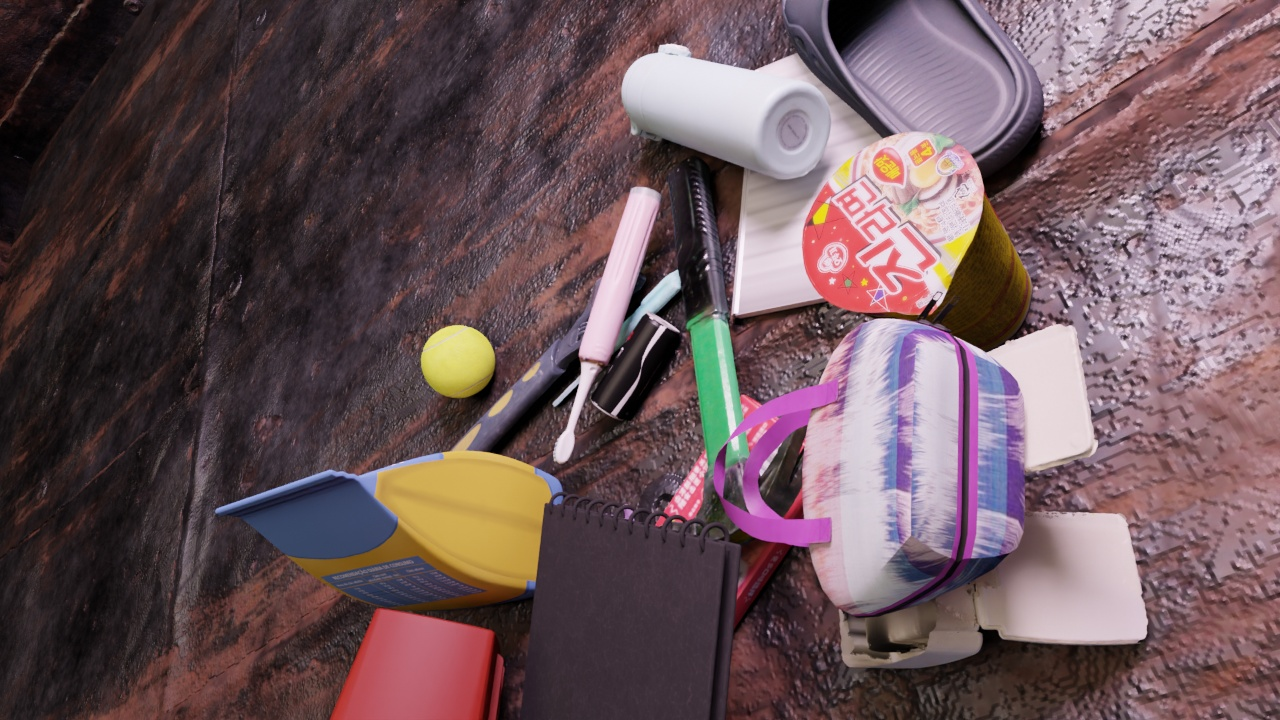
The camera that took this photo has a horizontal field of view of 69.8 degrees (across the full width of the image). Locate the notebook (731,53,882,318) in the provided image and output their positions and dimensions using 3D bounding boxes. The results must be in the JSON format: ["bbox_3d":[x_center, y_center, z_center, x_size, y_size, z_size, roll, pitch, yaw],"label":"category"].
[{"bbox_3d":[0.132,-0.138,0.646,0.143,0.009,0.209,-10,65,40],"label":"notebook"}]

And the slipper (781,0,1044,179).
[{"bbox_3d":[0.154,-0.223,0.600,0.111,0.083,0.267,-41,50,24],"label":"slipper"}]

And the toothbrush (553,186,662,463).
[{"bbox_3d":[-0.028,-0.028,0.695,0.027,0.027,0.222,-16,54,69],"label":"toothbrush"}]

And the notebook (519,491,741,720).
[{"bbox_3d":[-0.017,0.175,0.573,0.232,0.019,0.169,-5,78,61],"label":"notebook"}]

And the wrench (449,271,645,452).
[{"bbox_3d":[-0.091,0.020,0.771,0.274,0.022,0.073,-44,31,23],"label":"wrench"}]

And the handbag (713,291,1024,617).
[{"bbox_3d":[0.096,0.051,0.452,0.170,0.068,0.144,-19,61,58],"label":"handbag"}]

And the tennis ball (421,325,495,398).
[{"bbox_3d":[-0.164,0.001,0.824,0.065,0.065,0.065,-20,58,37],"label":"tennis ball"}]

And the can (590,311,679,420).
[{"bbox_3d":[-0.004,0.004,0.694,0.080,0.031,0.031,-57,44,8],"label":"can"}]

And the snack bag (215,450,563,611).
[{"bbox_3d":[-0.183,0.121,0.685,0.159,0.205,0.102,-19,59,37],"label":"snack bag"}]

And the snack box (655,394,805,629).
[{"bbox_3d":[0.061,0.099,0.596,0.133,0.021,0.089,-57,43,8],"label":"snack box"}]

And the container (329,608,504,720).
[{"bbox_3d":[-0.158,0.287,0.621,0.148,0.127,0.200,103,178,-61],"label":"container"}]

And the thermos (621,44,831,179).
[{"bbox_3d":[0.054,-0.189,0.688,0.207,0.065,0.078,39,121,54],"label":"thermos"}]

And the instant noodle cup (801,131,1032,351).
[{"bbox_3d":[0.161,-0.055,0.505,0.101,0.112,0.100,-20,59,37],"label":"instant noodle cup"}]

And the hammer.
[{"bbox_3d":[0.049,-0.023,0.635,0.130,0.032,0.318,-34,45,34],"label":"hammer"}]

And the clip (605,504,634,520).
[{"bbox_3d":[-0.011,0.130,0.659,0.036,0.013,0.052,-35,53,29],"label":"clip"}]

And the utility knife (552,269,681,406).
[{"bbox_3d":[-0.022,-0.015,0.733,0.159,0.015,0.022,-44,24,21],"label":"utility knife"}]

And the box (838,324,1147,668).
[{"bbox_3d":[0.175,0.080,0.465,0.187,0.101,0.144,-32,50,55],"label":"box"}]
